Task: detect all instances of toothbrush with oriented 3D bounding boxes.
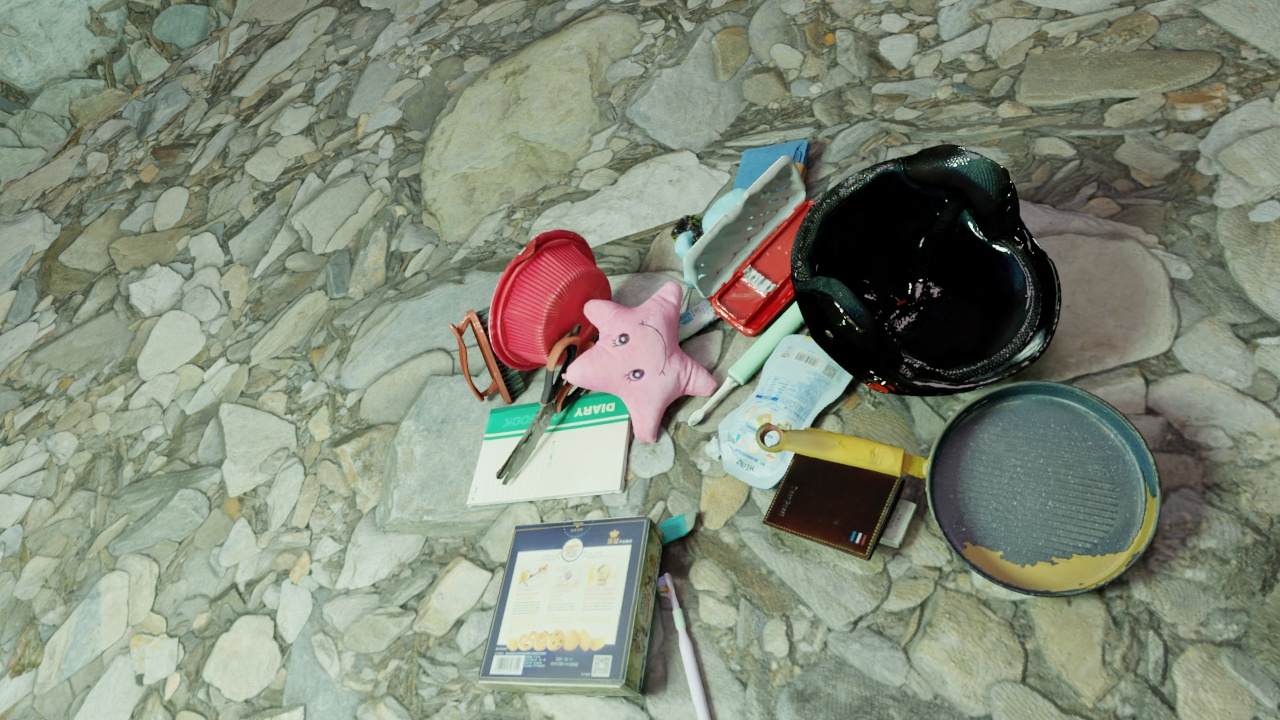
[{"bbox_3d":[0.046,0.302,0.923,0.021,0.029,0.189,1,46,-21],"label":"toothbrush"},{"bbox_3d":[0.136,0.000,1.111,0.026,0.027,0.224,43,78,12],"label":"toothbrush"}]

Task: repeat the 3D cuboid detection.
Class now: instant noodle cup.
[{"bbox_3d":[-0.102,-0.066,1.168,0.066,0.194,0.193,28,70,33],"label":"instant noodle cup"}]

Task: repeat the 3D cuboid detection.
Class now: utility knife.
[{"bbox_3d":[-0.016,0.211,1.029,0.180,0.013,0.029,-25,45,11],"label":"utility knife"}]

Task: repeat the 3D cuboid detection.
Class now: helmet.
[{"bbox_3d":[0.290,-0.076,0.963,0.275,0.230,0.233,41,85,17],"label":"helmet"}]

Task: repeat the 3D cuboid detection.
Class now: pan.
[{"bbox_3d":[0.288,0.103,0.858,0.358,0.078,0.197,8,77,18],"label":"pan"}]

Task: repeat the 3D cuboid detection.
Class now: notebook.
[{"bbox_3d":[-0.112,0.109,1.157,0.209,0.012,0.150,-9,50,20],"label":"notebook"}]

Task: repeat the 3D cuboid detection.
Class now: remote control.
[{"bbox_3d":[0.218,0.153,0.952,0.125,0.024,0.049,14,62,33],"label":"remote control"}]

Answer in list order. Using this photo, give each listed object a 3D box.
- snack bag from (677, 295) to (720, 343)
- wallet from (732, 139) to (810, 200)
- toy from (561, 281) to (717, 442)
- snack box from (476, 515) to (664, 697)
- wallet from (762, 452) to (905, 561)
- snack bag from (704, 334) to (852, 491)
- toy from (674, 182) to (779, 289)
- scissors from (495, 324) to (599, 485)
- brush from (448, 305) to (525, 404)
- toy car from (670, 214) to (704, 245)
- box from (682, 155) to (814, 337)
[{"bbox_3d":[0.067,-0.049,1.183,0.104,0.026,0.048,-34,41,-1],"label":"snack bag"},{"bbox_3d":[0.178,-0.249,1.279,0.107,0.040,0.132,-2,55,30],"label":"wallet"},{"bbox_3d":[-0.007,0.007,1.124,0.178,0.075,0.194,-16,77,-3],"label":"toy"},{"bbox_3d":[-0.072,0.261,0.982,0.178,0.046,0.182,-9,52,28],"label":"snack box"},{"bbox_3d":[0.197,0.145,0.940,0.122,0.020,0.096,15,63,37],"label":"wallet"},{"bbox_3d":[0.158,0.057,1.048,0.110,0.039,0.190,26,71,33],"label":"snack bag"},{"bbox_3d":[0.125,-0.162,1.201,0.161,0.050,0.156,8,88,-14],"label":"toy"},{"bbox_3d":[-0.120,0.053,1.142,0.015,0.192,0.206,23,36,36],"label":"scissors"},{"bbox_3d":[-0.204,-0.007,1.201,0.069,0.146,0.063,-25,45,-13],"label":"brush"},{"bbox_3d":[0.092,-0.164,1.257,0.105,0.032,0.048,24,69,25],"label":"toy car"},{"bbox_3d":[0.155,-0.142,1.153,0.201,0.154,0.074,-46,14,-12],"label":"box"}]
